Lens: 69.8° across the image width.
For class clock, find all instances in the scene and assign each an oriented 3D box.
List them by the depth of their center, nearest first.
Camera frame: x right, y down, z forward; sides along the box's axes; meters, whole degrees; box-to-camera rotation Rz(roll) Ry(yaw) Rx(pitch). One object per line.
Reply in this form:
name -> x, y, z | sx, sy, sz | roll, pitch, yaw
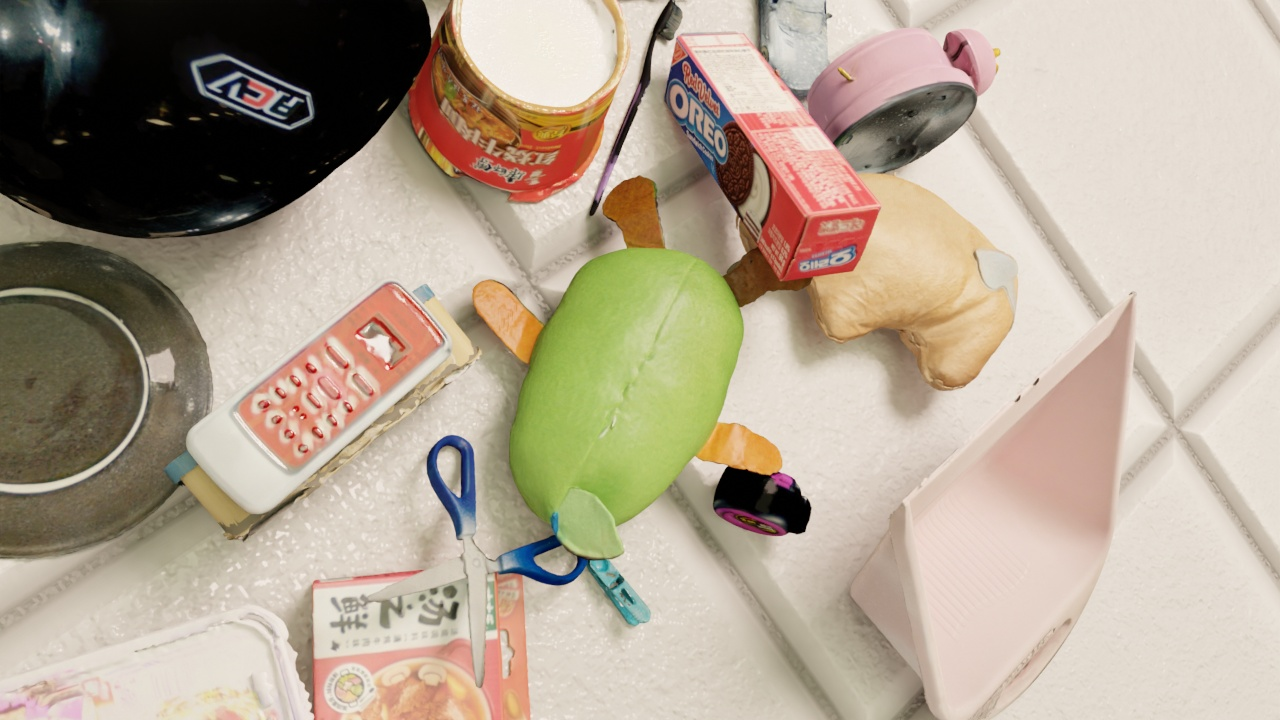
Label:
clock -> 0.197, -0.193, 0.682 | 0.158, 0.117, 0.059 | -13, 72, -19

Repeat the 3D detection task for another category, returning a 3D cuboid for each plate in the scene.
plate -> -0.332, 0.018, 0.503 | 0.179, 0.024, 0.179 | 4, 77, -18

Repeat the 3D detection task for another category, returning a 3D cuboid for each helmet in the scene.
helmet -> -0.239, -0.171, 0.452 | 0.233, 0.275, 0.230 | 22, 93, -54

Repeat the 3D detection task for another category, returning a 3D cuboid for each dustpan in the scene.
dustpan -> 0.255, 0.122, 0.592 | 0.222, 0.274, 0.139 | -37, 67, -19

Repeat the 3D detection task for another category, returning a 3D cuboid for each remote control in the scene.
remote control -> -0.161, 0.016, 0.469 | 0.135, 0.020, 0.056 | -43, 99, -23

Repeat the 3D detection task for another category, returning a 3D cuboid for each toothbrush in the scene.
toothbrush -> -0.003, -0.184, 0.664 | 0.016, 0.014, 0.188 | 27, 71, -25

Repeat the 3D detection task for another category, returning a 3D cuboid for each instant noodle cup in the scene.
instant noodle cup -> -0.237, 0.205, 0.457 | 0.173, 0.060, 0.138 | -17, 85, 2
instant noodle cup -> -0.074, -0.188, 0.589 | 0.137, 0.109, 0.137 | 4, 77, -19

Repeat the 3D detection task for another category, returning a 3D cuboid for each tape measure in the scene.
tape measure -> 0.079, 0.091, 0.613 | 0.058, 0.057, 0.039 | 34, 67, -34

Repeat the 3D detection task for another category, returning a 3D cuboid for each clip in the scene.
clip -> -0.015, 0.147, 0.589 | 0.013, 0.038, 0.055 | -35, 82, -23

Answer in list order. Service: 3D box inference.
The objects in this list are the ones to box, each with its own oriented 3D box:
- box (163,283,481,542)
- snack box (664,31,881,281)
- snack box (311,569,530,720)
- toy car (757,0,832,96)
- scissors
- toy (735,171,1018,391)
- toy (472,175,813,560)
box -> -0.180, 0.033, 0.518 | 0.183, 0.090, 0.059 | -39, 97, -25
snack box -> 0.081, -0.143, 0.611 | 0.058, 0.057, 0.207 | -10, 51, -20
snack box -> -0.123, 0.179, 0.532 | 0.127, 0.044, 0.113 | -2, 80, -20
toy car -> 0.119, -0.265, 0.711 | 0.054, 0.037, 0.120 | 3, 81, -19
scissors -> -0.091, 0.109, 0.530 | 0.175, 0.012, 0.162 | 12, 41, -49
toy -> 0.171, -0.074, 0.666 | 0.226, 0.083, 0.143 | 24, 62, -11
toy -> -0.003, 0.003, 0.584 | 0.227, 0.090, 0.246 | 28, 74, 3
